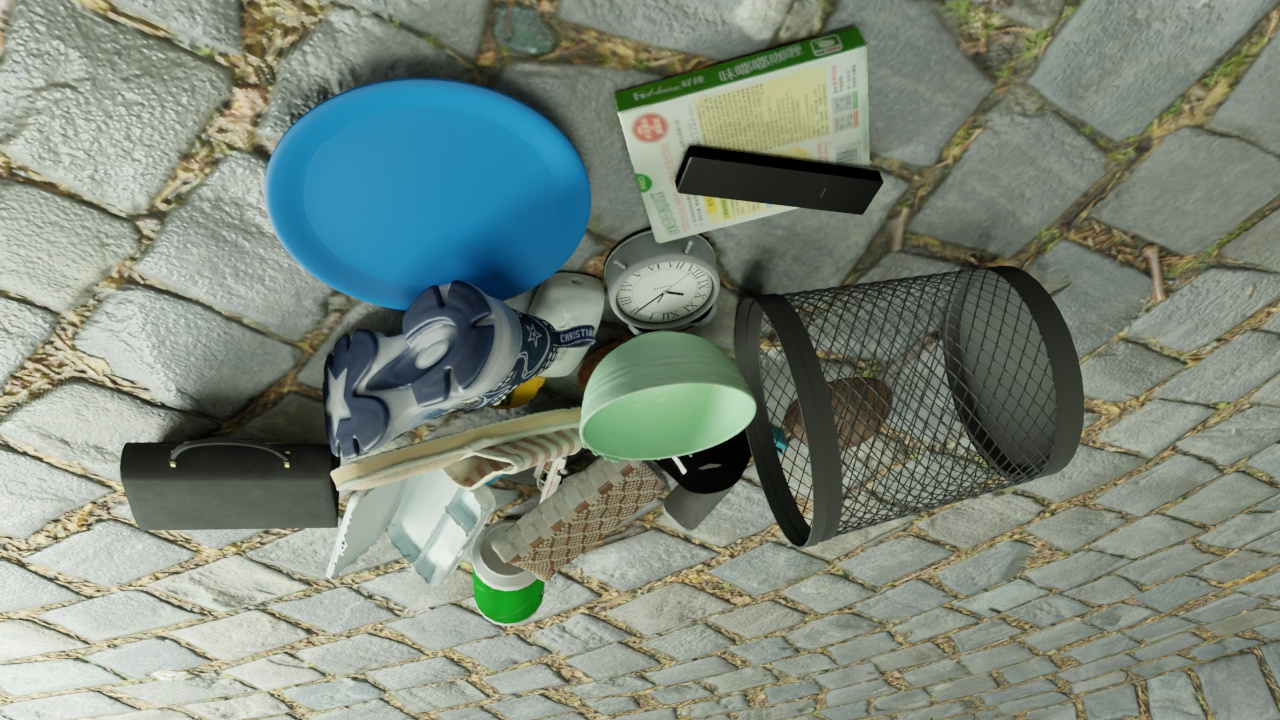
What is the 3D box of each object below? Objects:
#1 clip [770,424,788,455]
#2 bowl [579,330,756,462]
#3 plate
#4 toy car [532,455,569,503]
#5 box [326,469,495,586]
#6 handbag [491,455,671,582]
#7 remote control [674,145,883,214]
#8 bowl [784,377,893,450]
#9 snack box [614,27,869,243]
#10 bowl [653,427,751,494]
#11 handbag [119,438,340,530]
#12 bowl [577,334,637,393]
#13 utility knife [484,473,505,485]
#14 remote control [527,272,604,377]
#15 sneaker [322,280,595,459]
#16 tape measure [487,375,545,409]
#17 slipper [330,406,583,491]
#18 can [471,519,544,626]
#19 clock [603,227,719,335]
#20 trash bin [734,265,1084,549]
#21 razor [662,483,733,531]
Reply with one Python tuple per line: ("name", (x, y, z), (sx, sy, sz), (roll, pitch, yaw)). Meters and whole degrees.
("clip", (0.110, 0.064, 0.966), (0.122, 0.033, 0.120), (-2, 140, -11))
("bowl", (0.019, 0.024, 0.788), (0.151, 0.077, 0.151), (-7, 151, -4))
("plate", (-0.148, -0.114, 0.657), (0.224, 0.024, 0.225), (-6, 145, -5))
("toy car", (-0.097, 0.116, 0.978), (0.039, 0.039, 0.113), (20, 140, -4))
("box", (-0.242, 0.185, 0.962), (0.128, 0.105, 0.211), (-38, 167, -39))
("handbag", (-0.063, 0.164, 0.996), (0.186, 0.047, 0.124), (-37, 151, 0))
("remote control", (0.100, -0.129, 0.659), (0.150, 0.013, 0.035), (4, 143, -17))
("bowl", (0.217, 0.067, 0.987), (0.119, 0.032, 0.119), (-7, 144, -5))
("snack box", (0.078, -0.155, 0.655), (0.168, 0.027, 0.132), (-14, 144, 6))
("bowl", (0.069, 0.102, 0.942), (0.124, 0.052, 0.124), (-5, 143, -4))
("handbag", (-0.358, 0.096, 0.808), (0.175, 0.072, 0.196), (2, 160, -17))
("bowl", (-0.005, 0.005, 0.854), (0.102, 0.026, 0.114), (-31, 139, 26))
("utility knife", (-0.182, 0.133, 0.986), (0.221, 0.031, 0.015), (-35, 179, 35))
("remote control", (-0.068, -0.029, 0.790), (0.060, 0.028, 0.115), (3, 140, -18))
("sneaker", (-0.163, 0.015, 0.767), (0.132, 0.103, 0.270), (2, 161, -46))
("tape measure", (-0.126, 0.021, 0.844), (0.068, 0.030, 0.059), (7, 139, -21))
("slipper", (-0.144, 0.088, 0.834), (0.262, 0.052, 0.115), (-11, 173, -35))
("can", (-0.159, 0.258, 1.111), (0.087, 0.087, 0.140), (-3, 144, -10))
("clock", (0.020, -0.059, 0.765), (0.094, 0.035, 0.123), (-13, 143, 5))
("trash bin", (0.221, 0.031, 0.793), (0.227, 0.217, 0.218), (-11, 144, -6))
("razor", (0.058, 0.163, 1.064), (0.088, 0.047, 0.116), (-44, 172, -20))
